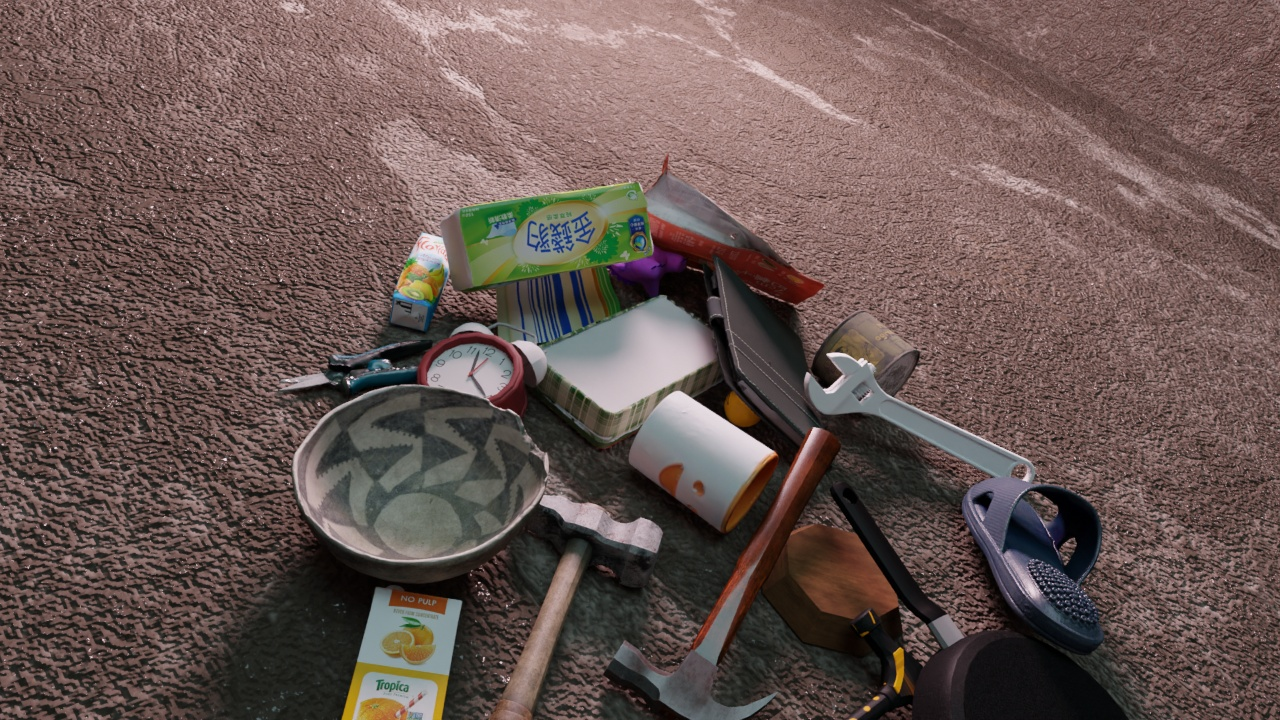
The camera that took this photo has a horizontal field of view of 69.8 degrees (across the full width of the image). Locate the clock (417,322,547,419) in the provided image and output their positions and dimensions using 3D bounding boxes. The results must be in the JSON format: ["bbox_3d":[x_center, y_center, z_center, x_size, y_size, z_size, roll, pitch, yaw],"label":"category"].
[{"bbox_3d":[-0.142,0.015,0.807,0.096,0.048,0.137,19,50,15],"label":"clock"}]

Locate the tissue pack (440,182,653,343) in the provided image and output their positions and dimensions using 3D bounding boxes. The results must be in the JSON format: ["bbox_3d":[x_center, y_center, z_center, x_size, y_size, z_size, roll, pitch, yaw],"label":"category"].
[{"bbox_3d":[-0.089,-0.092,0.925,0.197,0.141,0.120,-12,6,-15],"label":"tissue pack"}]

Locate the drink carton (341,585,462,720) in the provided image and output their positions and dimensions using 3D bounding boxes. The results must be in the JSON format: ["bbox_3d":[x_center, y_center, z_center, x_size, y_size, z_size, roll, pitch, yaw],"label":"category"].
[{"bbox_3d":[-0.154,0.206,0.589,0.058,0.040,0.122,12,37,-10],"label":"drink carton"}]

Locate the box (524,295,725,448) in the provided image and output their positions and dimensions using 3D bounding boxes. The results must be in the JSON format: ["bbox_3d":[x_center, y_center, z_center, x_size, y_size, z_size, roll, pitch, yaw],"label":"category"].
[{"bbox_3d":[-0.005,0.005,0.906,0.118,0.050,0.204,35,38,25],"label":"box"}]

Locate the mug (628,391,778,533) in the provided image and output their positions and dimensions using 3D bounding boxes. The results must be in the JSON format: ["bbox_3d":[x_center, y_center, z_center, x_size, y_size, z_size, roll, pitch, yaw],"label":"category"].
[{"bbox_3d":[0.054,0.088,0.800,0.105,0.082,0.082,33,39,19],"label":"mug"}]

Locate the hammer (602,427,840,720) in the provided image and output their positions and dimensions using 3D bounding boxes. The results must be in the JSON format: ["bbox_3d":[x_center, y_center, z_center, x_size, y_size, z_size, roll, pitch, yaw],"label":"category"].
[{"bbox_3d":[0.094,0.158,0.728,0.111,0.028,0.299,33,49,8],"label":"hammer"}]

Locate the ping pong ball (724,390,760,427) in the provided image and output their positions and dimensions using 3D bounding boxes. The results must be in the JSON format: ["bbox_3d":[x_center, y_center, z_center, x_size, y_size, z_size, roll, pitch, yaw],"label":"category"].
[{"bbox_3d":[0.103,0.046,0.909,0.040,0.040,0.040,12,37,-10],"label":"ping pong ball"}]

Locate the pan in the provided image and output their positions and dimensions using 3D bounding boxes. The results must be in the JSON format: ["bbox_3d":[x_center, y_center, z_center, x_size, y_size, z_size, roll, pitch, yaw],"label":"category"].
[{"bbox_3d":[0.255,0.232,0.689,0.203,0.044,0.355,-8,56,-38],"label":"pan"}]

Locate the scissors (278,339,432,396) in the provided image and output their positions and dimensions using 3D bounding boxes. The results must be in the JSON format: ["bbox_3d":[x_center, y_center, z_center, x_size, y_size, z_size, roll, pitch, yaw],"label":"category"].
[{"bbox_3d":[-0.239,0.010,0.818,0.144,0.019,0.126,16,37,-2],"label":"scissors"}]

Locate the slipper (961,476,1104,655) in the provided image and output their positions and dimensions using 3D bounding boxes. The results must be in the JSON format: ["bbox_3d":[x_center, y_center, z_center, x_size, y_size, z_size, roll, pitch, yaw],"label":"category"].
[{"bbox_3d":[0.354,0.152,0.806,0.101,0.083,0.263,28,20,3],"label":"slipper"}]

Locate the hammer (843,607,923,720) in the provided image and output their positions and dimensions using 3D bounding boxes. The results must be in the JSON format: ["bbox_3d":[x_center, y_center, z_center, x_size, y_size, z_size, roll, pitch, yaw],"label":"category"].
[{"bbox_3d":[0.098,0.282,0.608,0.319,0.036,0.123,-19,66,-38],"label":"hammer"}]

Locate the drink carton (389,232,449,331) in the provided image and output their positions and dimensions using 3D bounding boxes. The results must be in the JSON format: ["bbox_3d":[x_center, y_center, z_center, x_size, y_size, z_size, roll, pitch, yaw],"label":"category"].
[{"bbox_3d":[-0.218,-0.082,0.925,0.044,0.039,0.128,14,37,-8],"label":"drink carton"}]

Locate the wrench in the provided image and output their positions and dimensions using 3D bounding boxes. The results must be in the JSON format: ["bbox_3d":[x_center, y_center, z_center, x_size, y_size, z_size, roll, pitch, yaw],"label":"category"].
[{"bbox_3d":[0.289,0.067,0.934,0.273,0.066,0.018,26,8,-11],"label":"wrench"}]

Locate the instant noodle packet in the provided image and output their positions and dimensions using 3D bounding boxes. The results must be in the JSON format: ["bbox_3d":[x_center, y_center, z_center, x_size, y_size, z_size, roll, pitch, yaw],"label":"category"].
[{"bbox_3d":[0.097,-0.126,1.047,0.221,0.084,0.164,32,-5,1],"label":"instant noodle packet"}]

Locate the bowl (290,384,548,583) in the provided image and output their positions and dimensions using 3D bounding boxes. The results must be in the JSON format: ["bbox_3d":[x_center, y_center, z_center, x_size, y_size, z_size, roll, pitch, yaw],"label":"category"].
[{"bbox_3d":[-0.163,0.103,0.680,0.178,0.081,0.178,7,36,-5],"label":"bowl"}]

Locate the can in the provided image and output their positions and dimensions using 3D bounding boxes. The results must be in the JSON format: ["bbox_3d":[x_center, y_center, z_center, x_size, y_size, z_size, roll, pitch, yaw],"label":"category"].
[{"bbox_3d":[0.240,0.002,0.985,0.089,0.090,0.074,-19,52,-40],"label":"can"}]

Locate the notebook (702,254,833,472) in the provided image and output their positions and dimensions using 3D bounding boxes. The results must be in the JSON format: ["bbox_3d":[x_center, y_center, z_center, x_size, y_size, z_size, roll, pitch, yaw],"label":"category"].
[{"bbox_3d":[0.126,-0.004,0.933,0.169,0.029,0.208,40,24,-28],"label":"notebook"}]

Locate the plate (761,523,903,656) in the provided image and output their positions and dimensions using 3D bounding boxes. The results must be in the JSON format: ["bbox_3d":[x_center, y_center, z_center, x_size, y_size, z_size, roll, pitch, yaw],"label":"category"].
[{"bbox_3d":[0.164,0.185,0.773,0.131,0.025,0.131,12,37,-10],"label":"plate"}]

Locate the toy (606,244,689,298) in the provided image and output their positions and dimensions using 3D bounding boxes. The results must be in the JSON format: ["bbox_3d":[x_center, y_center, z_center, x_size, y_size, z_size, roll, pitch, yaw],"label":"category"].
[{"bbox_3d":[-0.004,-0.110,1.048,0.088,0.056,0.105,33,29,23],"label":"toy"}]

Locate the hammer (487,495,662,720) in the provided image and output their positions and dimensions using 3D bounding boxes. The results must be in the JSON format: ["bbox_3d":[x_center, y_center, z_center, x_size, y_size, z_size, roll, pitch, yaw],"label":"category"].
[{"bbox_3d":[-0.076,0.212,0.619,0.121,0.049,0.317,17,38,4],"label":"hammer"}]
